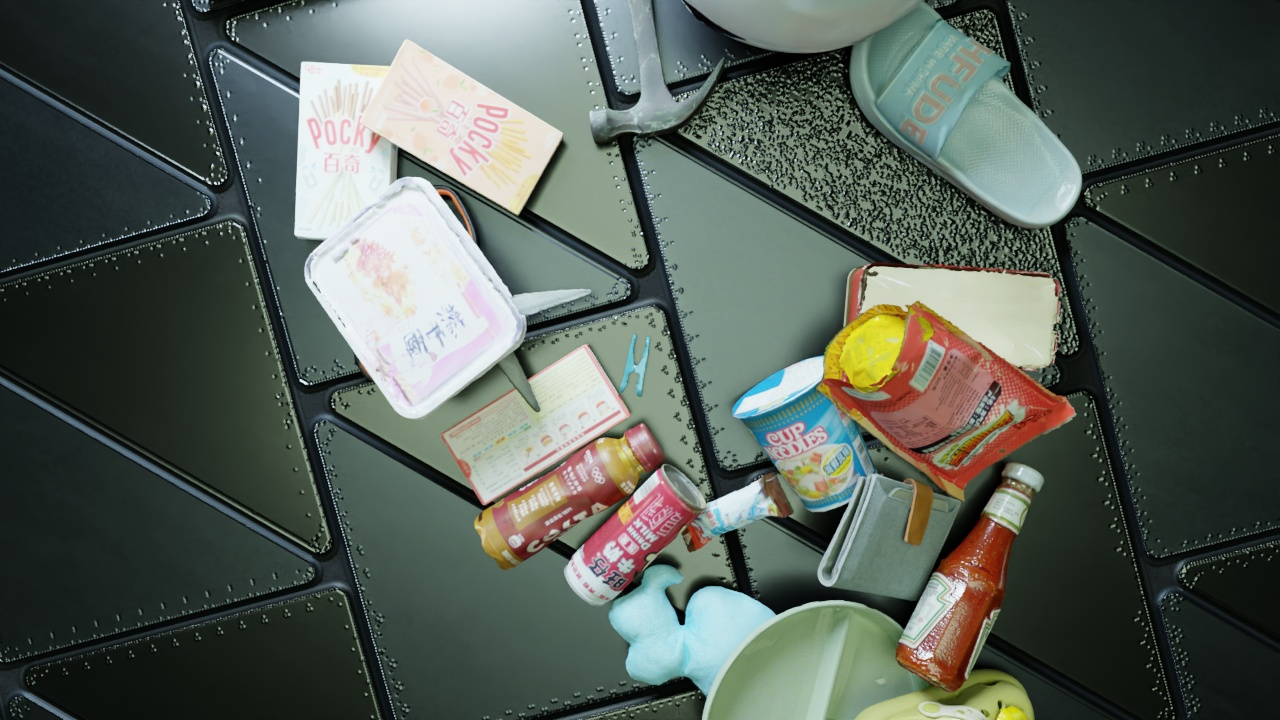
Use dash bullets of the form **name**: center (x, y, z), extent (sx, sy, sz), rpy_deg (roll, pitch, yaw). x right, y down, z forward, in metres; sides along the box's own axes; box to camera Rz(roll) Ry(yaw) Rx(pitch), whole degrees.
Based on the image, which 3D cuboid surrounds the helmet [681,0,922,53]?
- **helmet**: center (0.127, -0.336, 0.737), extent (0.259, 0.146, 0.228), rpy_deg (0, 52, 12)

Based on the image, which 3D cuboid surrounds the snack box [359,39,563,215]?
- **snack box**: center (-0.155, -0.203, 0.807), extent (0.157, 0.026, 0.084), rpy_deg (29, 90, -9)

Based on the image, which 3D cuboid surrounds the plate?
- **plate**: center (0.155, 0.322, 0.803), extent (0.230, 0.027, 0.230), rpy_deg (0, 91, -17)

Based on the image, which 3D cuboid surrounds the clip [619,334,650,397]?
- **clip**: center (-0.003, 0.005, 0.831), extent (0.046, 0.014, 0.057), rpy_deg (10, 94, 3)

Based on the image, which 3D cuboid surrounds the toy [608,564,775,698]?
- **toy**: center (0.061, 0.252, 0.821), extent (0.156, 0.050, 0.161), rpy_deg (-18, 90, -1)

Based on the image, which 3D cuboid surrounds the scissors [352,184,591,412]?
- **scissors**: center (-0.156, -0.051, 0.821), extent (0.230, 0.021, 0.221), rpy_deg (-14, 88, 9)

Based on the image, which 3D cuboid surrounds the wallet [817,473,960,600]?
- **wallet**: center (0.218, 0.152, 0.784), extent (0.129, 0.037, 0.106), rpy_deg (20, 96, -39)

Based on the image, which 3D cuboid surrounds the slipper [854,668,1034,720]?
- **slipper**: center (0.268, 0.328, 0.781), extent (0.190, 0.082, 0.091), rpy_deg (-4, 96, -21)

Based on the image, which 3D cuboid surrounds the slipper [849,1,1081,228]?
- **slipper**: center (0.280, -0.209, 0.785), extent (0.245, 0.074, 0.104), rpy_deg (42, 93, -1)

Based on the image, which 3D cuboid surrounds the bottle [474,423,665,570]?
- **bottle**: center (-0.061, 0.118, 0.816), extent (0.175, 0.057, 0.057), rpy_deg (-33, 91, 2)

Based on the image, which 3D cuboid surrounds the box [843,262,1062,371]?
- **box**: center (0.267, -0.035, 0.790), extent (0.168, 0.077, 0.091), rpy_deg (4, 92, 2)

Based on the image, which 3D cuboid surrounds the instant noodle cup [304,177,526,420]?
- **instant noodle cup**: center (-0.184, -0.052, 0.784), extent (0.138, 0.060, 0.173), rpy_deg (-37, 85, 8)

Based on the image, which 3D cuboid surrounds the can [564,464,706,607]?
- **can**: center (-0.006, 0.155, 0.809), extent (0.053, 0.053, 0.133), rpy_deg (43, 102, 0)

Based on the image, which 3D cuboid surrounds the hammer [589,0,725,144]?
- **hammer**: center (-0.005, -0.361, 0.809), extent (0.126, 0.032, 0.323), rpy_deg (-9, 92, 2)

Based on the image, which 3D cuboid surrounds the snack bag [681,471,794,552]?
- **snack bag**: center (0.081, 0.136, 0.819), extent (0.104, 0.026, 0.048), rpy_deg (-22, 103, 21)

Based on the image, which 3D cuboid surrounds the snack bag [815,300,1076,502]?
- **snack bag**: center (0.251, 0.035, 0.759), extent (0.207, 0.073, 0.129), rpy_deg (30, 116, -28)

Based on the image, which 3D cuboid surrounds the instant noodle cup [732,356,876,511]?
- **instant noodle cup**: center (0.149, 0.067, 0.794), extent (0.099, 0.099, 0.110), rpy_deg (-31, 99, 2)

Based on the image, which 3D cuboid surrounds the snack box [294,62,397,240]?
- **snack box**: center (-0.263, -0.186, 0.826), extent (0.085, 0.027, 0.157), rpy_deg (3, 93, 1)

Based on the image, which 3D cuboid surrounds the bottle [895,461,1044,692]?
- **bottle**: center (0.292, 0.184, 0.798), extent (0.060, 0.060, 0.206), rpy_deg (31, 80, 0)

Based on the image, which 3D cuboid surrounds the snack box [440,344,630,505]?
- **snack box**: center (-0.094, 0.058, 0.829), extent (0.156, 0.027, 0.077), rpy_deg (-31, 91, 2)
